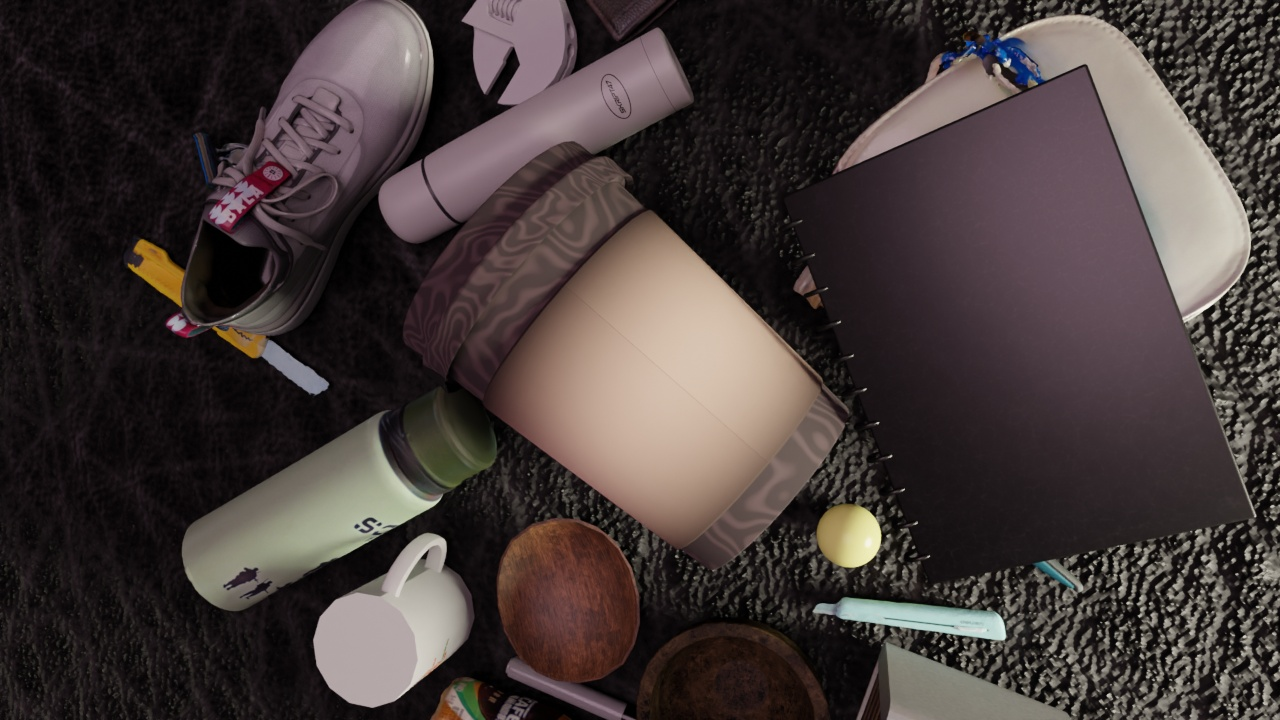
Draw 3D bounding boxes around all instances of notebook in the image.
[{"bbox_3d":[0.185,-0.007,0.480,0.169,0.019,0.231,-21,91,27],"label":"notebook"}]

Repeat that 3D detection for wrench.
[{"bbox_3d":[-0.050,-0.302,0.599,0.087,0.018,0.274,29,109,20],"label":"wrench"}]

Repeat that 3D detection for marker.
[{"bbox_3d":[-0.029,0.240,0.643,0.140,0.016,0.016,19,97,12],"label":"marker"}]

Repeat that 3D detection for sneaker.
[{"bbox_3d":[-0.230,-0.125,0.608,0.097,0.128,0.263,32,102,-5],"label":"sneaker"}]

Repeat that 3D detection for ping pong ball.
[{"bbox_3d":[0.133,0.112,0.585,0.040,0.040,0.040,1,92,14],"label":"ping pong ball"}]

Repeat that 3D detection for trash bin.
[{"bbox_3d":[0.166,0.310,0.547,0.114,0.114,0.229,19,97,12],"label":"trash bin"}]

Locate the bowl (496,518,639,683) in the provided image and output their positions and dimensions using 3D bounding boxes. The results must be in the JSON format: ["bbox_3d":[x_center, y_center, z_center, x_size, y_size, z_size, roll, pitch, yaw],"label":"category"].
[{"bbox_3d":[-0.047,0.164,0.639,0.102,0.026,0.114,-8,91,15],"label":"bowl"}]

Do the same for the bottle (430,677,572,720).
[{"bbox_3d":[-0.062,0.271,0.630,0.167,0.059,0.059,15,96,13],"label":"bottle"}]

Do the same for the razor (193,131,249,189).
[{"bbox_3d":[-0.259,-0.157,0.681,0.144,0.022,0.042,-6,105,9],"label":"razor"}]

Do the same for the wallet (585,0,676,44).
[{"bbox_3d":[0.003,-0.285,0.606,0.120,0.031,0.099,-37,82,15],"label":"wallet"}]

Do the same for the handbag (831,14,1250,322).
[{"bbox_3d":[0.205,-0.078,0.509,0.199,0.093,0.200,-30,78,1],"label":"handbag"}]

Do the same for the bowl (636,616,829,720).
[{"bbox_3d":[0.062,0.222,0.599,0.121,0.056,0.121,1,93,14],"label":"bowl"}]

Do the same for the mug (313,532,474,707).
[{"bbox_3d":[-0.163,0.172,0.635,0.073,0.089,0.105,19,97,12],"label":"mug"}]

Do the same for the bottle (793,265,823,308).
[{"bbox_3d":[0.180,-0.005,0.561,0.186,0.053,0.053,37,100,10],"label":"bottle"}]

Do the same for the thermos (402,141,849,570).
[{"bbox_3d":[-0.003,0.003,0.556,0.226,0.172,0.173,41,101,3],"label":"thermos"}]

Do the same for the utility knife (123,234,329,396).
[{"bbox_3d":[-0.319,-0.034,0.705,0.207,0.018,0.030,33,108,7],"label":"utility knife"}]

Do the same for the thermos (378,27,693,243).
[{"bbox_3d":[-0.075,-0.146,0.618,0.224,0.052,0.052,-25,86,14],"label":"thermos"}]

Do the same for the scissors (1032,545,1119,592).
[{"bbox_3d":[0.224,0.090,0.573,0.132,0.019,0.148,-8,91,13],"label":"scissors"}]

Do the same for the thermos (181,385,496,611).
[{"bbox_3d":[-0.211,0.093,0.653,0.232,0.082,0.082,-30,85,14],"label":"thermos"}]

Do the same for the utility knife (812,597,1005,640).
[{"bbox_3d":[0.172,0.164,0.592,0.120,0.015,0.022,3,125,15],"label":"utility knife"}]
